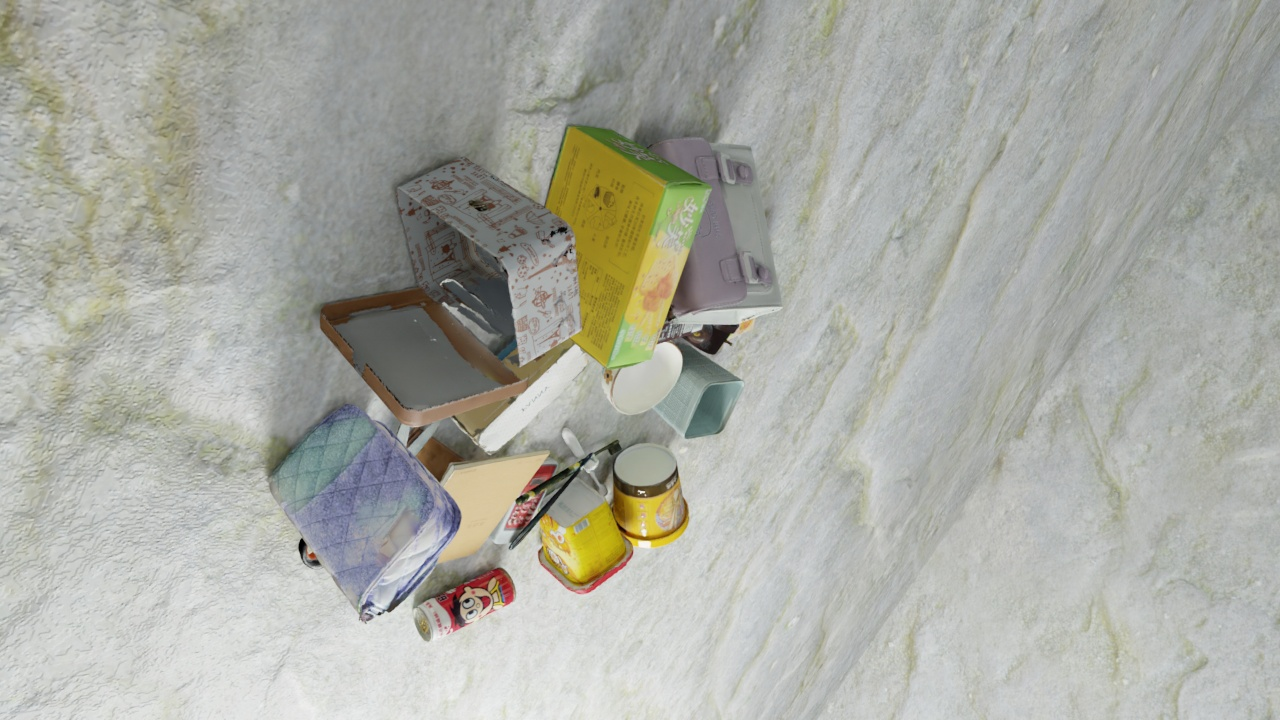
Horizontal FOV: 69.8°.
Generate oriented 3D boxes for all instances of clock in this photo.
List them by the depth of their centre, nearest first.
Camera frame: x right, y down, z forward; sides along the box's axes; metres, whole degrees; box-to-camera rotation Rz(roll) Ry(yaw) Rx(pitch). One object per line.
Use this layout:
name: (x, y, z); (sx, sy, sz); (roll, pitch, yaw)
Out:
clock: (0.078, -0.052, 1.221); (0.121, 0.082, 0.055); (11, 119, -55)

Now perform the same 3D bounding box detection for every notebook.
notebook: (-0.215, 0.187, 1.126); (0.149, 0.012, 0.212); (-4, 139, -49)

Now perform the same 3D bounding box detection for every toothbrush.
toothbrush: (-0.118, 0.193, 1.232); (0.181, 0.018, 0.015); (-47, 160, 11)
toothbrush: (-0.094, 0.152, 1.240); (0.185, 0.017, 0.012); (-28, -178, -38)
toothbrush: (-0.079, 0.143, 1.284); (0.016, 0.016, 0.180); (-45, 143, -16)

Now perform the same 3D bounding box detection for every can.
can: (-0.237, 0.330, 1.241); (0.132, 0.053, 0.053); (-19, 134, -38)

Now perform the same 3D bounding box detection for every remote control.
remote control: (-0.156, 0.189, 1.232); (0.055, 0.020, 0.136); (5, 117, -51)

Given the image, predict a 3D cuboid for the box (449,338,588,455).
box: (-0.133, 0.022, 1.053); (0.184, 0.060, 0.090); (-45, 161, -14)

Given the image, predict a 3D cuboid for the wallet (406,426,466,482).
wallet: (-0.261, 0.138, 1.070); (0.101, 0.020, 0.115); (-48, 143, -6)

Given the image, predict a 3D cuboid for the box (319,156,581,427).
box: (-0.185, -0.058, 0.834); (0.192, 0.183, 0.157); (-32, 141, -30)

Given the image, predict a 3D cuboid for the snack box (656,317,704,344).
snack box: (-0.002, -0.063, 1.089); (0.125, 0.113, 0.053); (-17, 132, -40)

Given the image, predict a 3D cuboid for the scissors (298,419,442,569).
scissors: (-0.290, 0.148, 1.012); (0.210, 0.022, 0.222); (-23, 132, -40)

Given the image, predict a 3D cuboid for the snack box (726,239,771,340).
snack box: (0.138, -0.100, 1.292); (0.075, 0.025, 0.153); (-23, 137, -33)

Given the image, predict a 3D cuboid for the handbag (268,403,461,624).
handbag: (-0.271, 0.144, 0.906); (0.134, 0.194, 0.075); (-47, 146, -5)

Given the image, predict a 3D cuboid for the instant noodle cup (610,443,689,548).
instant noodle cup: (0.010, 0.193, 1.348); (0.118, 0.118, 0.115); (-29, 132, -28)

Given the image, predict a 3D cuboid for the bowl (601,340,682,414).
bowl: (-0.007, 0.007, 1.191); (0.113, 0.062, 0.114); (-24, 137, -25)

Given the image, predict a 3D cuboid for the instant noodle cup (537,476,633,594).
instant noodle cup: (-0.086, 0.242, 1.291); (0.115, 0.116, 0.124); (-32, 130, -26)

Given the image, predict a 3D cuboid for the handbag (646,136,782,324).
handbag: (0.076, -0.144, 1.036); (0.144, 0.099, 0.197); (-6, 82, -39)

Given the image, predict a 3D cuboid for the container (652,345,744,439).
container: (0.065, 0.038, 1.261); (0.089, 0.111, 0.090); (-3, 124, -46)

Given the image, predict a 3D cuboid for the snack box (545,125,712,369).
snack box: (-0.031, -0.120, 0.964); (0.069, 0.158, 0.210); (-10, 129, -46)
